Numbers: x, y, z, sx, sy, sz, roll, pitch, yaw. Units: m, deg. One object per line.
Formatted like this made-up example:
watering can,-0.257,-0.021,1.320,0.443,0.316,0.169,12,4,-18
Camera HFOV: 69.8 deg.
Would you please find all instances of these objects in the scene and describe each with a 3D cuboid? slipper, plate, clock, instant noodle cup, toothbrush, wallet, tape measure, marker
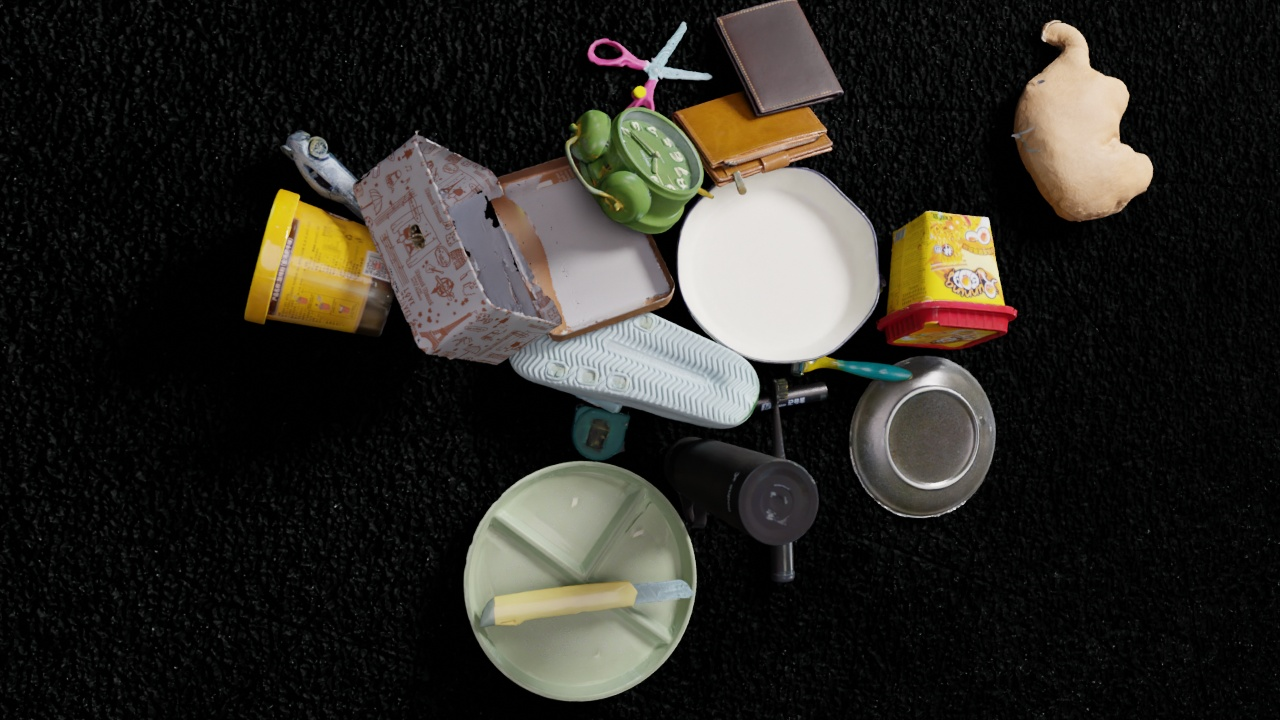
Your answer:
slipper,-0.005,0.005,0.896,0.245,0.074,0.104,18,72,3
plate,-0.058,0.214,0.902,0.230,0.027,0.230,2,83,-13
plate,0.314,0.084,1.001,0.179,0.024,0.179,0,90,-13
clock,-0.007,-0.181,0.860,0.160,0.056,0.116,-16,72,-46
instant noodle cup,0.316,-0.083,0.961,0.116,0.116,0.123,4,78,-13
instant noodle cup,-0.278,-0.079,0.816,0.114,0.118,0.118,15,87,-20
plate,0.136,-0.095,0.927,0.205,0.045,0.204,1,81,-3
toothbrush,0.145,0.124,0.952,0.027,0.026,0.212,-4,96,-20
wallet,0.140,-0.309,0.934,0.096,0.020,0.122,-18,72,-11
tape measure,-0.041,0.072,0.917,0.058,0.025,0.054,12,87,-12
wallet,0.114,-0.227,0.919,0.130,0.035,0.119,-20,61,-13
marker,0.132,0.041,0.961,0.132,0.020,0.022,-9,64,-12

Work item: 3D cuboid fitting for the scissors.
scissors,0.005,-0.295,0.928,0.131,0.017,0.133,33,79,-9

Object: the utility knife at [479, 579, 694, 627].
utility knife,-0.049,0.229,0.877,0.208,0.021,0.031,-4,85,-7

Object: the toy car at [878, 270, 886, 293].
toy car,0.208,-0.067,0.969,0.106,0.031,0.049,-40,95,-10

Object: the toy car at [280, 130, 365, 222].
toy car,-0.276,-0.161,0.843,0.120,0.054,0.036,42,79,-12

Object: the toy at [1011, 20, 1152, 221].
toy,0.475,-0.264,1.010,0.143,0.083,0.226,-20,92,-17

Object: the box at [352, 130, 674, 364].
box,-0.112,-0.101,0.838,0.270,0.133,0.179,-11,70,-40

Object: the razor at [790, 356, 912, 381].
razor,0.225,0.006,0.976,0.132,0.028,0.043,9,82,-9

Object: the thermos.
thermos,0.081,0.121,0.834,0.068,0.243,0.090,1,89,-13
